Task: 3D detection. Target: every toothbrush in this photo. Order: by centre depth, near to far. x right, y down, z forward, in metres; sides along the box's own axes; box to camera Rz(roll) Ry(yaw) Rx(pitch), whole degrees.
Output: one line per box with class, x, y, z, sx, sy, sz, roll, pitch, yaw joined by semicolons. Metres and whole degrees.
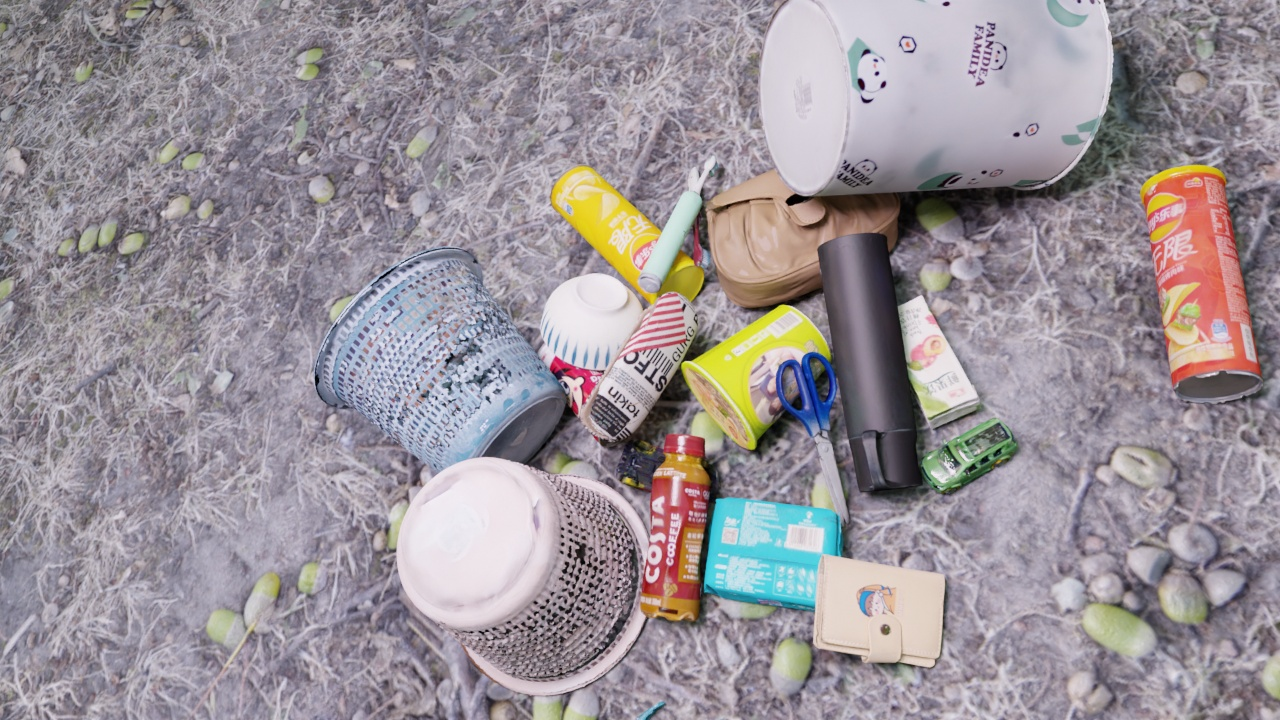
toothbrush;0.047;-0.157;1.009;0.027;0.027;0.223;-4;44;34
toothbrush;0.067;-0.165;1.046;0.016;0.017;0.187;-51;26;37

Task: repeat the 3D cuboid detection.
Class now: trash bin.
trash bin;-0.120;0.190;0.873;0.228;0.192;0.227;-8;64;16
trash bin;0.264;-0.264;0.882;0.251;0.230;0.229;-10;60;-15
trash bin;-0.195;0.026;0.979;0.195;0.226;0.226;42;84;16

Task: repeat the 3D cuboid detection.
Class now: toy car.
toy car;0.308;0.088;0.863;0.091;0.036;0.043;-33;61;6
toy car;0.029;0.118;0.945;0.106;0.031;0.049;15;77;12

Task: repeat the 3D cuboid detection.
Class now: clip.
clip;0.003;0.343;0.861;0.056;0.014;0.039;-28;60;3

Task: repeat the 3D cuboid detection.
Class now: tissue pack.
tissue pack;0.124;0.184;0.872;0.134;0.050;0.093;4;70;21

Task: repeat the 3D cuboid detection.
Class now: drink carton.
drink carton;0.282;0.003;0.904;0.053;0.045;0.122;-26;60;11

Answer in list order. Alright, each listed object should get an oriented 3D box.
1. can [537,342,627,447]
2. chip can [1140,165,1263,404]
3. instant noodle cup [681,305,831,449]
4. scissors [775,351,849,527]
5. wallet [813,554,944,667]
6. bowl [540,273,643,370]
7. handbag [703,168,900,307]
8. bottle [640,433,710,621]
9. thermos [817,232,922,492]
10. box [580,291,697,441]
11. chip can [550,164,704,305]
can;-0.059;0.031;1.004;0.053;0.053;0.132;-40;60;-2
chip can;0.515;-0.072;0.845;0.073;0.073;0.216;-4;65;17
instant noodle cup;0.124;0.010;0.927;0.123;0.112;0.111;-38;60;-11
scissors;0.184;0.074;0.887;0.107;0.012;0.175;-42;101;-21
wallet;0.212;0.224;0.813;0.115;0.024;0.087;11;75;-8
bowl;-0.048;-0.052;1.002;0.116;0.066;0.116;7;45;-7
handbag;0.168;-0.150;0.983;0.204;0.100;0.147;-24;60;-1
bottle;0.036;0.160;0.889;0.057;0.057;0.174;2;80;20
thermos;0.218;0.001;0.869;0.068;0.090;0.242;-11;78;21
box;-0.006;0.006;0.939;0.088;0.076;0.162;6;62;56
chip can;-0.018;-0.143;1.061;0.072;0.072;0.213;-41;60;-3
